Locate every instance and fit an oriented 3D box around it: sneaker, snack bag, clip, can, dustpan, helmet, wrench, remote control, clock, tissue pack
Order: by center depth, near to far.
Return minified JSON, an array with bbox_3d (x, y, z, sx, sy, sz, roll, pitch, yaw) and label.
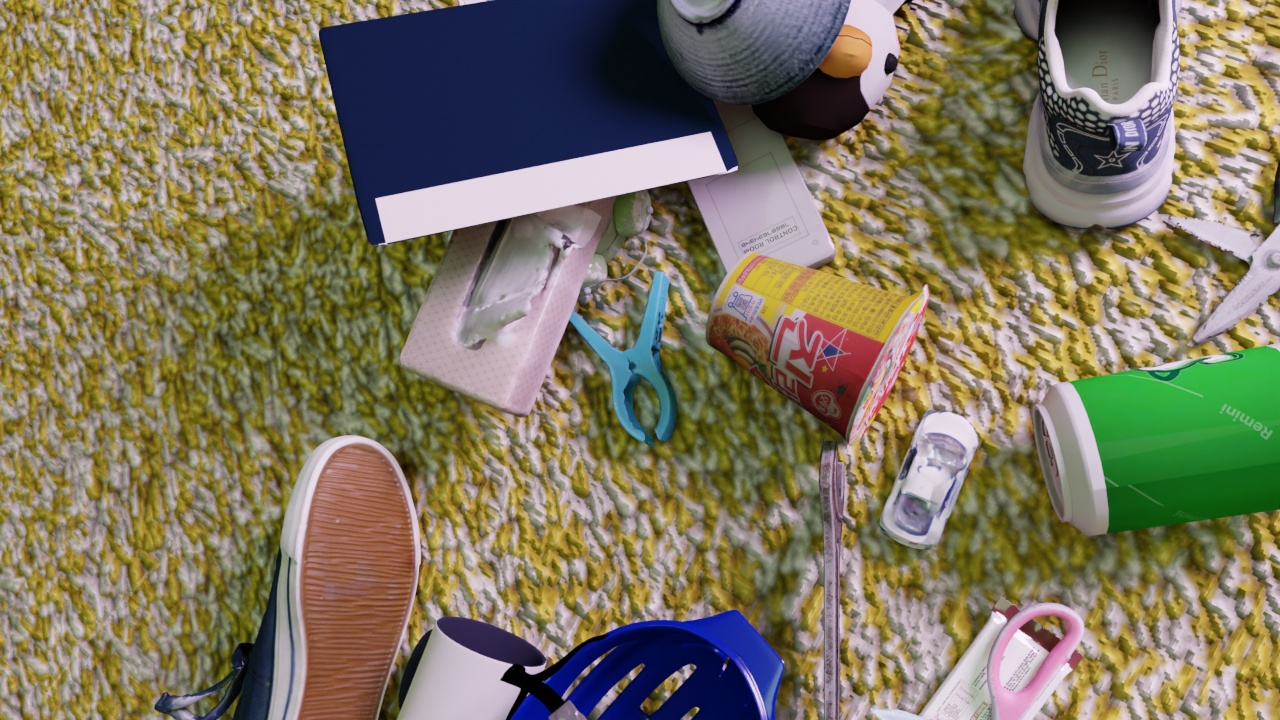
[{"bbox_3d":[-0.025,0.235,0.501,0.241,0.227,0.148,-47,60,3],"label":"helmet"},{"bbox_3d":[0.299,0.045,0.507,0.140,0.087,0.087,-12,76,15],"label":"can"},{"bbox_3d":[0.276,-0.223,0.543,0.103,0.132,0.269,1,79,20],"label":"sneaker"},{"bbox_3d":[0.192,0.221,0.547,0.057,0.013,0.158,36,91,15],"label":"snack bag"},{"bbox_3d":[0.115,0.186,0.552,0.010,0.070,0.273,-1,81,18],"label":"wrench"},{"bbox_3d":[-0.086,-0.061,0.619,0.104,0.071,0.181,22,83,21],"label":"tissue pack"},{"bbox_3d":[-0.092,-0.197,0.642,0.236,0.080,0.273,-14,68,-12],"label":"dustpan"},{"bbox_3d":[0.003,0.001,0.645,0.097,0.026,0.116,-21,74,16],"label":"clip"},{"bbox_3d":[0.075,-0.123,0.648,0.074,0.019,0.151,-25,74,12],"label":"remote control"},{"bbox_3d":[-0.250,0.196,0.659,0.127,0.120,0.294,5,83,41],"label":"sneaker"},{"bbox_3d":[-0.045,-0.103,0.670,0.119,0.042,0.094,40,94,21],"label":"clock"}]

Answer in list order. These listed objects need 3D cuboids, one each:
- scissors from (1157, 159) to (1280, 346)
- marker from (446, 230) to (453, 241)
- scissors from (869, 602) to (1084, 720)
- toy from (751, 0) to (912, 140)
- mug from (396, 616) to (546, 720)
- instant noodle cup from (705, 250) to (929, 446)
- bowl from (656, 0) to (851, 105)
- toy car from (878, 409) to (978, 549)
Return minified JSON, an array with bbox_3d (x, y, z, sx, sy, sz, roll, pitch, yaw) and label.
[{"bbox_3d":[0.418,-0.060,0.529,0.205,0.015,0.202,43,94,18],"label":"scissors"},{"bbox_3d":[-0.148,-0.108,0.721,0.011,0.011,0.152,-18,74,14],"label":"marker"},{"bbox_3d":[0.222,0.229,0.525,0.177,0.013,0.170,34,91,12],"label":"scissors"},{"bbox_3d":[0.119,-0.239,0.616,0.159,0.140,0.184,8,91,-14],"label":"toy"},{"bbox_3d":[-0.127,0.228,0.621,0.112,0.078,0.097,17,84,48],"label":"mug"},{"bbox_3d":[0.104,-0.014,0.575,0.112,0.100,0.100,26,88,20],"label":"instant noodle cup"},{"bbox_3d":[0.052,-0.225,0.546,0.137,0.057,0.137,7,101,36],"label":"bowl"},{"bbox_3d":[0.180,0.073,0.572,0.039,0.027,0.089,21,86,22],"label":"toy car"}]
